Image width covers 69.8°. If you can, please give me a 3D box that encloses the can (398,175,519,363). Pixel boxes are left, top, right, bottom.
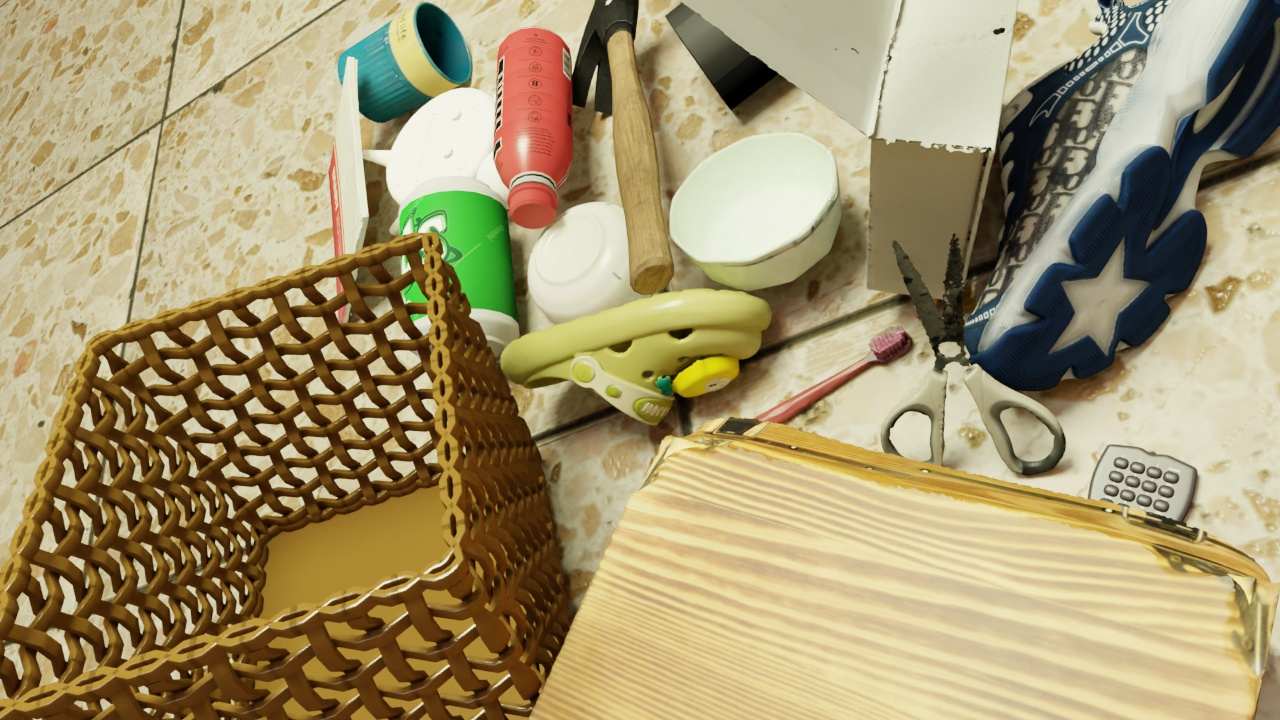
[{"bbox_3d":[-0.145,-0.069,0.730,0.088,0.087,0.139,-18,68,24],"label":"can"}]

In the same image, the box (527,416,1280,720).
[{"bbox_3d":[0.109,0.169,0.421,0.280,0.168,0.244,13,74,37],"label":"box"}]

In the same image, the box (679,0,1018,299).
[{"bbox_3d":[0.085,-0.204,0.404,0.119,0.478,0.166,-1,64,37],"label":"box"}]

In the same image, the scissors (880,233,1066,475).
[{"bbox_3d":[0.160,0.010,0.485,0.155,0.163,0.012,-46,13,46],"label":"scissors"}]

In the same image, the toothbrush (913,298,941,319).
[{"bbox_3d":[0.204,-0.111,0.591,0.015,0.015,0.184,11,72,28],"label":"toothbrush"}]

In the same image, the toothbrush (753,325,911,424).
[{"bbox_3d":[0.088,0.033,0.591,0.190,0.016,0.016,-33,55,15],"label":"toothbrush"}]

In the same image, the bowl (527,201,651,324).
[{"bbox_3d":[-0.041,-0.075,0.701,0.105,0.054,0.104,-15,59,26],"label":"bowl"}]

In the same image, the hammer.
[{"bbox_3d":[-0.009,-0.171,0.676,0.133,0.040,0.304,123,148,-47],"label":"hammer"}]

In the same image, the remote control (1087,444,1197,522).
[{"bbox_3d":[0.241,0.103,0.466,0.046,0.009,0.124,18,78,37],"label":"remote control"}]

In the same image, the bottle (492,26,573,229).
[{"bbox_3d":[-0.085,-0.182,0.727,0.062,0.062,0.176,-18,57,24],"label":"bottle"}]

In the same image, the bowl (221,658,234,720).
[{"bbox_3d":[-0.229,0.262,0.640,0.151,0.075,0.150,-14,60,25],"label":"bowl"}]

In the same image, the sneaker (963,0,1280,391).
[{"bbox_3d":[0.249,-0.109,0.524,0.269,0.103,0.132,-56,37,-3],"label":"sneaker"}]

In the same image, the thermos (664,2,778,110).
[{"bbox_3d":[0.123,-0.282,0.677,0.199,0.086,0.086,-35,54,13],"label":"thermos"}]

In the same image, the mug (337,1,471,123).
[{"bbox_3d":[-0.231,-0.301,0.919,0.107,0.083,0.113,-20,36,27],"label":"mug"}]

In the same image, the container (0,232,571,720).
[{"bbox_3d":[-0.175,0.109,0.525,0.219,0.214,0.251,-18,43,0],"label":"container"}]

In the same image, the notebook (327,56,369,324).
[{"bbox_3d":[-0.274,-0.156,0.857,0.153,0.012,0.208,122,142,-46],"label":"notebook"}]

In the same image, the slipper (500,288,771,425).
[{"bbox_3d":[-0.004,0.004,0.617,0.191,0.091,0.081,-12,81,17],"label":"slipper"}]

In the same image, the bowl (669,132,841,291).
[{"bbox_3d":[0.084,-0.092,0.619,0.118,0.061,0.117,-16,48,18],"label":"bowl"}]

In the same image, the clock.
[{"bbox_3d":[-0.166,-0.181,0.817,0.161,0.073,0.125,-6,64,29],"label":"clock"}]
